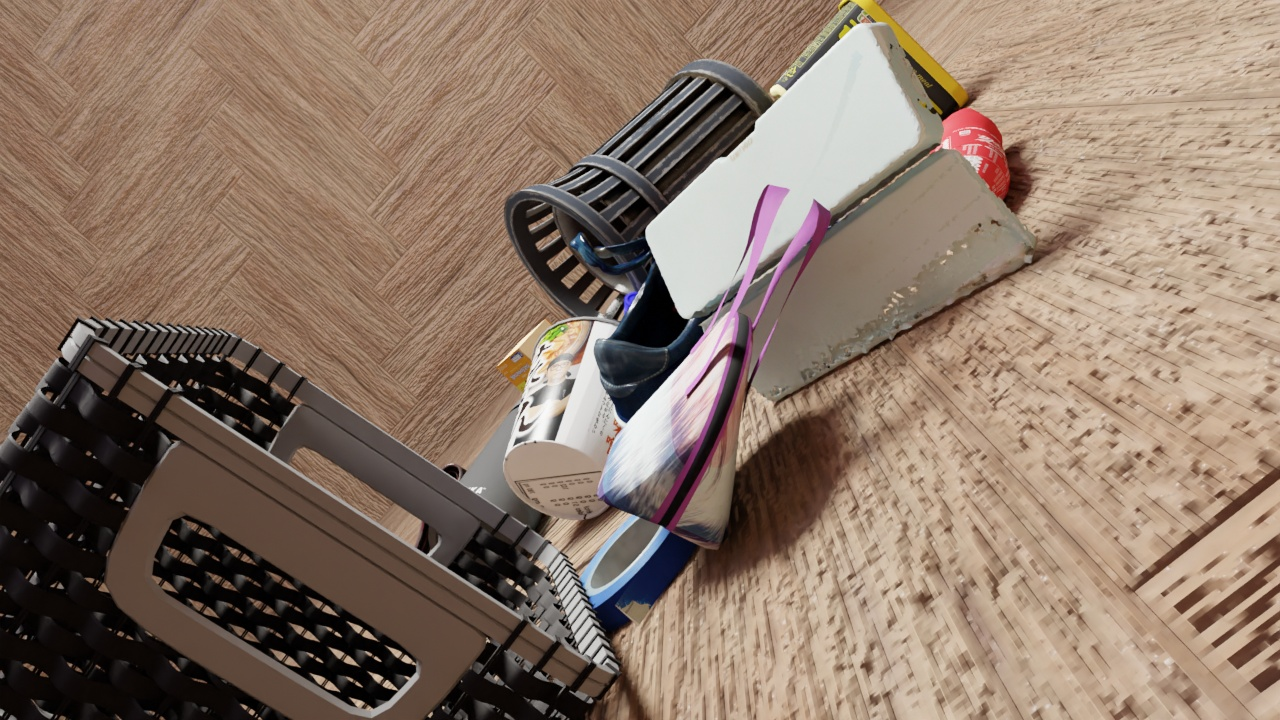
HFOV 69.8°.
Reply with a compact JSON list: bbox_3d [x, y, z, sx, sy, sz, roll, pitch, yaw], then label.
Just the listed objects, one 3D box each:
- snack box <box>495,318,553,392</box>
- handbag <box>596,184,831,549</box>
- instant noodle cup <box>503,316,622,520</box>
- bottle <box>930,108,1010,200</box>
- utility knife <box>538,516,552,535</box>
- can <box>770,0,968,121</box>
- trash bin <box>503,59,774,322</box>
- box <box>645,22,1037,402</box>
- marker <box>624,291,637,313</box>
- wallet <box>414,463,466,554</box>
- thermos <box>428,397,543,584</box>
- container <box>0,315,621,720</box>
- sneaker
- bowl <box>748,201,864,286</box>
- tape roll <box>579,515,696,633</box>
[{"bbox_3d":[-0.069,0.027,0.875,0.040,0.126,0.088,-50,9,-23],"label":"snack box"},{"bbox_3d":[0.043,-0.004,0.453,0.144,0.068,0.170,-72,5,-72],"label":"handbag"},{"bbox_3d":[-0.046,0.051,0.721,0.124,0.123,0.121,-40,19,40],"label":"instant noodle cup"},{"bbox_3d":[0.187,-0.109,0.523,0.042,0.042,0.141,-42,9,31],"label":"bottle"},{"bbox_3d":[-0.051,0.094,0.813,0.168,0.015,0.022,-54,-7,-14],"label":"utility knife"},{"bbox_3d":[0.191,-0.227,0.781,0.101,0.131,0.072,-47,8,12],"label":"can"},{"bbox_3d":[0.017,-0.151,0.825,0.227,0.164,0.165,-46,7,-23],"label":"trash bin"},{"bbox_3d":[0.087,-0.063,0.482,0.043,0.136,0.198,-30,-4,-38],"label":"box"},{"bbox_3d":[-0.005,0.004,0.764,0.020,0.020,0.142,-53,-25,-42],"label":"marker"},{"bbox_3d":[-0.188,0.166,0.897,0.099,0.031,0.119,63,-138,-69],"label":"wallet"},{"bbox_3d":[-0.121,0.112,0.886,0.082,0.082,0.239,-43,9,22],"label":"thermos"},{"bbox_3d":[-0.193,0.153,0.439,0.243,0.247,0.246,-55,9,-5],"label":"container"},{"bbox_3d":[0.051,-0.082,0.689,0.121,0.127,0.293,6,47,40],"label":"sneaker"},{"bbox_3d":[0.114,-0.064,0.614,0.115,0.059,0.115,-45,8,8],"label":"bowl"},{"bbox_3d":[-0.002,0.110,0.512,0.091,0.016,0.093,-51,9,-29],"label":"tape roll"}]
